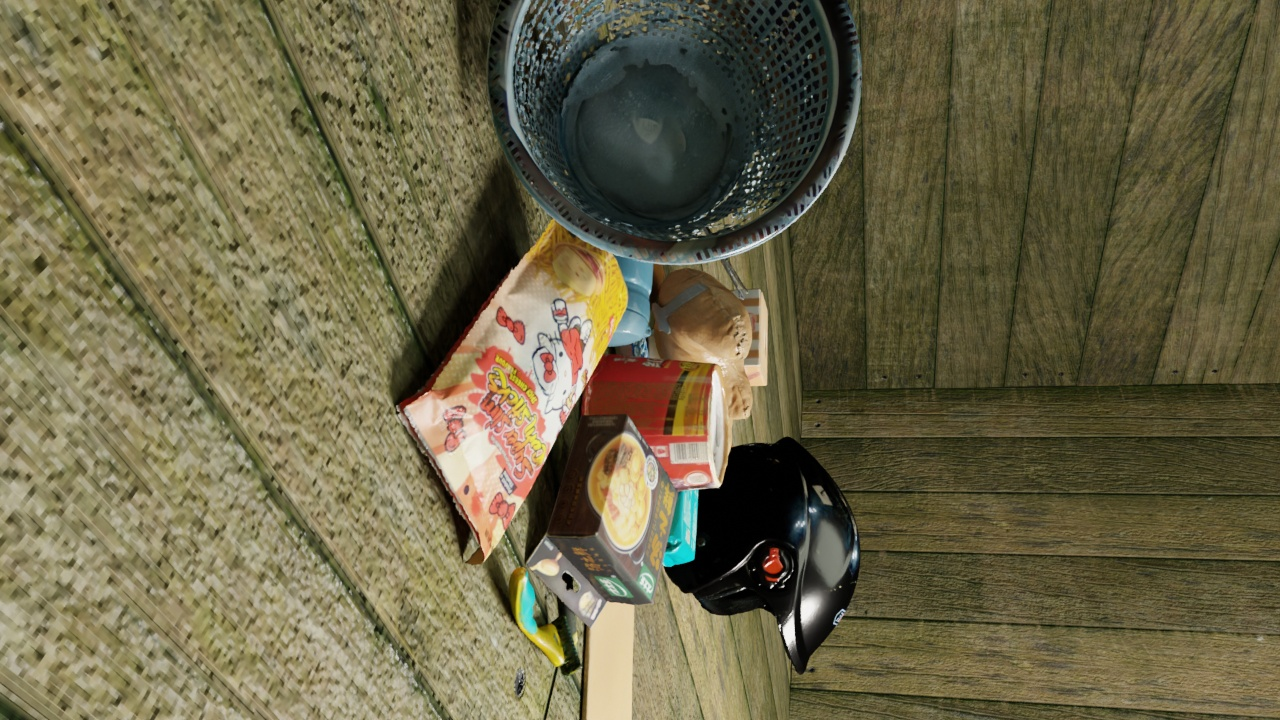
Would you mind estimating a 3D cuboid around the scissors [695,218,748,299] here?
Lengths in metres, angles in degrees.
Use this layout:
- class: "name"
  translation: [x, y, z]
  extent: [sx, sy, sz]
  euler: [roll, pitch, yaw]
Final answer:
- class: "scissors"
  translation: [0.038, -0.160, 0.856]
  extent: [0.234, 0.021, 0.161]
  euler: [57, -6, 29]

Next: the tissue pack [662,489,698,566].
- class: "tissue pack"
  translation: [0.032, 0.153, 0.984]
  extent: [0.093, 0.050, 0.133]
  euler: [61, 31, -65]

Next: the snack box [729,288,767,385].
- class: "snack box"
  translation: [0.096, -0.024, 1.056]
  extent: [0.077, 0.094, 0.092]
  euler: [54, 37, -66]

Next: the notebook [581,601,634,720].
- class: "notebook"
  translation: [-0.026, 0.241, 0.827]
  extent: [0.148, 0.008, 0.207]
  euler: [46, 44, -70]

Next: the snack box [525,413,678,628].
- class: "snack box"
  translation: [-0.023, 0.123, 0.694]
  extent: [0.113, 0.053, 0.125]
  euler: [58, 36, -45]

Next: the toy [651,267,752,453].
- class: "toy"
  translation: [0.065, 0.008, 0.944]
  extent: [0.143, 0.082, 0.226]
  euler: [-123, -161, -44]

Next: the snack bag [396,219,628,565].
- class: "snack bag"
  translation: [-0.073, 0.008, 0.564]
  extent: [0.207, 0.073, 0.129]
  euler: [-66, 153, -45]

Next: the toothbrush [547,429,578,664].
- class: "toothbrush"
  translation: [-0.058, 0.141, 0.695]
  extent: [0.017, 0.012, 0.186]
  euler: [-75, 162, -81]

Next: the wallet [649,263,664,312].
- class: "wallet"
  translation: [-0.003, -0.117, 0.909]
  extent: [0.107, 0.031, 0.132]
  euler: [-63, 151, -59]

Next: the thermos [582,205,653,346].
- class: "thermos"
  translation: [-0.019, -0.119, 0.772]
  extent: [0.070, 0.070, 0.220]
  euler: [54, 38, -67]

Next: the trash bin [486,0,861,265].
- class: "trash bin"
  translation: [0.016, -0.175, 0.642]
  extent: [0.195, 0.226, 0.226]
  euler: [-139, -133, -86]

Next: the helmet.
- class: "helmet"
  translation: [0.153, 0.227, 1.108]
  extent: [0.274, 0.230, 0.233]
  euler: [52, -1, 24]

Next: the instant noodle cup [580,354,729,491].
- class: "instant noodle cup"
  translation: [0.018, 0.060, 0.810]
  extent: [0.137, 0.109, 0.138]
  euler: [0, 89, -76]

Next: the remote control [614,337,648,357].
- class: "remote control"
  translation: [-0.005, 0.005, 0.898]
  extent: [0.125, 0.024, 0.048]
  euler: [78, 17, -47]

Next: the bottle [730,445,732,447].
- class: "bottle"
  translation: [0.110, 0.148, 1.298]
  extent: [0.149, 0.067, 0.067]
  euler: [-86, 167, -51]

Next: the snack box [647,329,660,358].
- class: "snack box"
  translation: [0.039, -0.003, 1.081]
  extent: [0.156, 0.027, 0.085]
  euler: [-36, 124, -73]

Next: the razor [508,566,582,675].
- class: "razor"
  translation: [-0.069, 0.170, 0.612]
  extent: [0.133, 0.028, 0.043]
  euler: [76, -5, -52]
